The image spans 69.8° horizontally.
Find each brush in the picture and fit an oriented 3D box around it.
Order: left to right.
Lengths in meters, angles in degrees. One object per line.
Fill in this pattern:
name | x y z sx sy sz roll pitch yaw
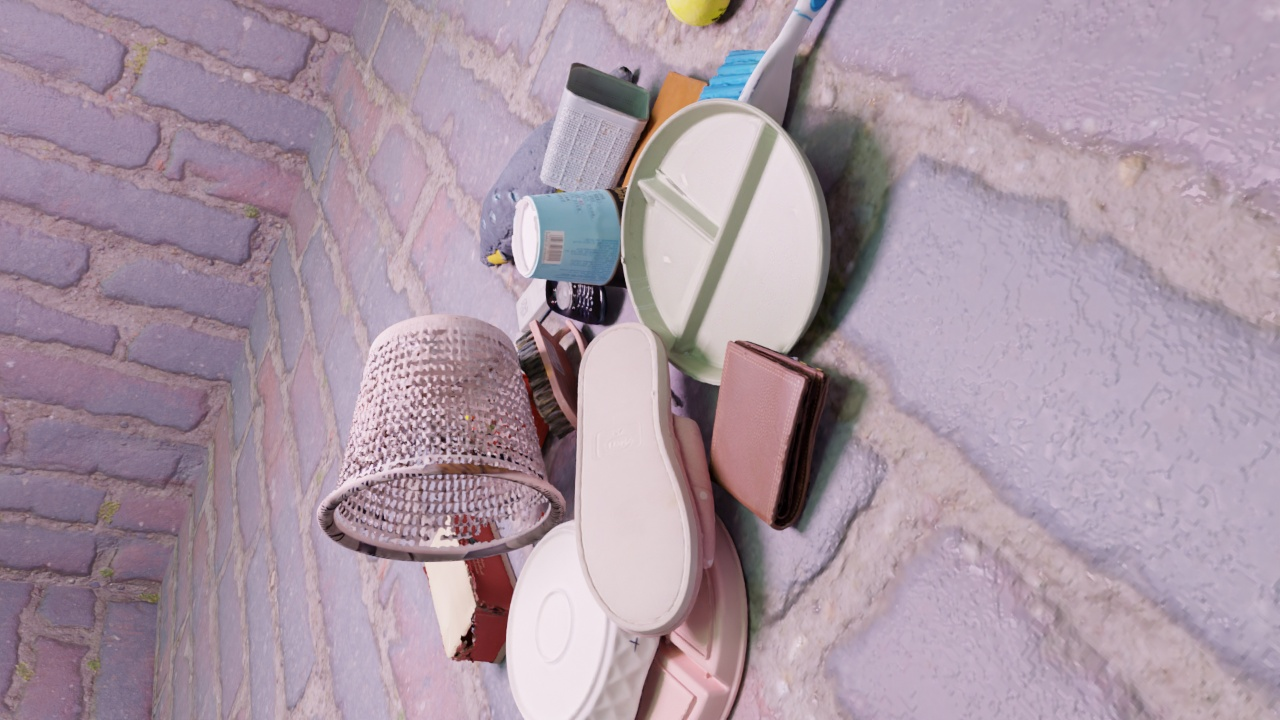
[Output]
brush | -0.080 0.018 0.966 0.073 0.063 0.145 -33 45 7
brush | 0.116 -0.265 0.787 0.109 0.060 0.314 18 88 57

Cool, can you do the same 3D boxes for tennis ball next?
tennis ball | 0.057 -0.364 0.904 0.066 0.065 0.065 -30 53 49

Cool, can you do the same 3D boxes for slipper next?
slipper | 0.001 0.091 0.755 0.114 0.054 0.273 -23 55 22

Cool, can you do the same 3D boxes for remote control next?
remote control | -0.112 -0.088 1.089 0.125 0.024 0.049 -48 40 37
remote control | -0.066 -0.070 1.005 0.136 0.024 0.053 20 113 57

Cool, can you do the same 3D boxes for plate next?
plate | -0.059 0.232 0.799 0.205 0.045 0.204 -30 53 49
plate | 0.006 0.222 0.772 0.230 0.028 0.229 -30 53 50
plate | 0.064 -0.095 0.750 0.230 0.027 0.230 15 109 48

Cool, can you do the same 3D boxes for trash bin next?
trash bin | -0.193 0.071 0.902 0.228 0.227 0.191 -41 46 42

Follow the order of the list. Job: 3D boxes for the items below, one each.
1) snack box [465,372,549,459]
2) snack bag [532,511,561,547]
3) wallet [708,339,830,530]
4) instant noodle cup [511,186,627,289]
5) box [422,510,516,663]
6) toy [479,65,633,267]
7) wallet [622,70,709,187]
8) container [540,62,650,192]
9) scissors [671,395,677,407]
snack box | -0.144 0.063 1.031 0.080 0.082 0.091 26 100 44
snack bag | -0.082 0.180 0.926 0.104 0.026 0.048 -7 79 56
wallet | 0.091 0.053 0.692 0.101 0.032 0.125 31 116 57
instant noodle cup | -0.060 -0.122 0.908 0.111 0.120 0.111 176 90 -66
box | -0.198 0.252 1.029 0.091 0.076 0.168 -61 34 19
toy | -0.125 -0.209 1.113 0.357 0.091 0.137 -46 14 36
wallet | 0.031 -0.217 0.915 0.108 0.031 0.132 45 116 57
container | -0.052 -0.238 0.977 0.090 0.090 0.112 -87 19 -53
scissors | -0.003 0.001 0.895 0.163 0.012 0.175 4 82 57
